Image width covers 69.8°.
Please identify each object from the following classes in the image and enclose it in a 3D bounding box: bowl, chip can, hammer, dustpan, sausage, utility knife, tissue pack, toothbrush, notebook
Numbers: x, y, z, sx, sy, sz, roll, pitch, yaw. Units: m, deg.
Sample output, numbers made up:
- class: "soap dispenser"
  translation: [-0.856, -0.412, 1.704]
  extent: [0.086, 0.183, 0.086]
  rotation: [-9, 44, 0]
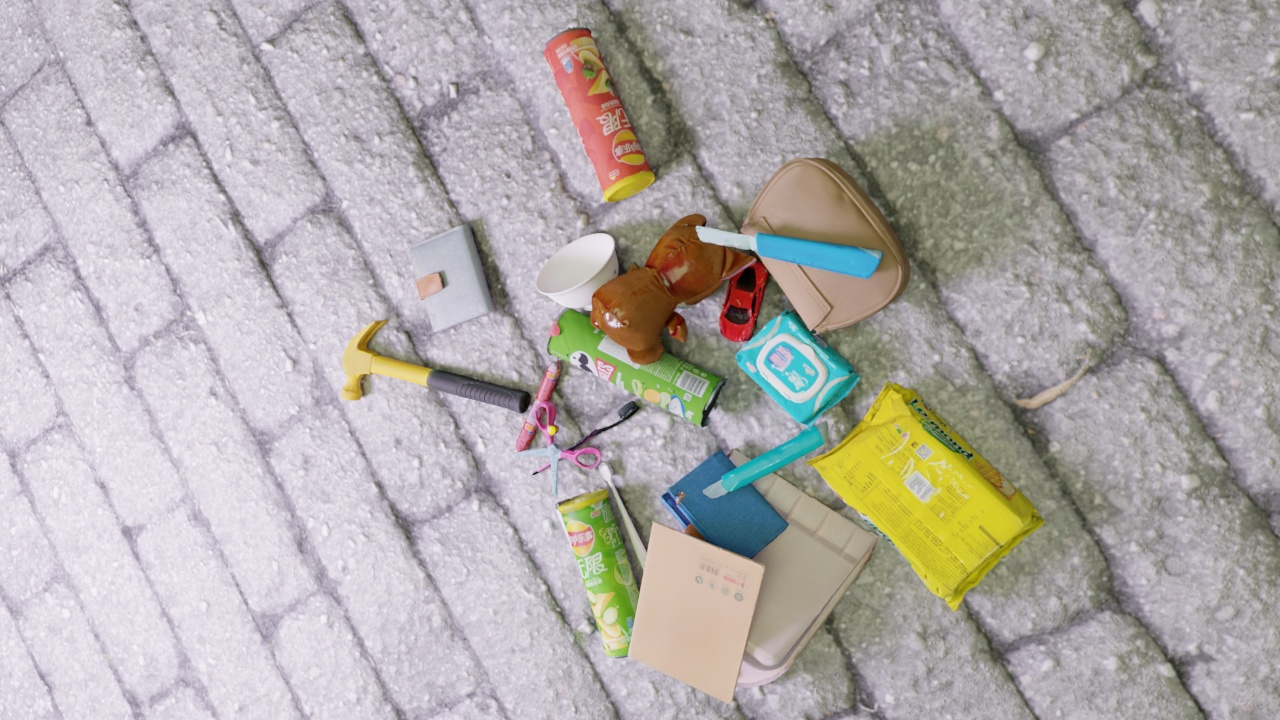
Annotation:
- class: "bowl"
  translation: [-0.071, -0.105, 1.204]
  extent: [0.118, 0.118, 0.065]
  rotation: [-22, 125, 19]
- class: "chip can"
  translation: [-0.053, -0.317, 1.185]
  extent: [0.073, 0.073, 0.216]
  rotation: [-24, 86, 19]
- class: "hammer"
  translation: [-0.298, 0.025, 1.319]
  extent: [0.301, 0.032, 0.129]
  rotation: [14, 100, 17]
- class: "dustpan"
  translation: [0.140, 0.287, 1.204]
  extent: [0.222, 0.139, 0.273]
  rotation: [34, 76, 15]
- class: "sausage"
  translation: [-0.141, 0.065, 1.275]
  extent: [0.020, 0.020, 0.156]
  rotation: [28, 103, 15]
- class: "chip can"
  translation: [-0.045, 0.287, 1.234]
  extent: [0.073, 0.072, 0.221]
  rotation: [-19, 88, 19]
- class: "utility knife"
  translation: [0.166, -0.129, 1.053]
  extent: [0.219, 0.018, 0.034]
  rotation: [13, 111, 18]
- class: "utility knife"
  translation: [0.156, 0.125, 1.130]
  extent: [0.176, 0.013, 0.029]
  rotation: [-28, 79, 5]
- class: "tissue pack"
  translation: [0.195, 0.010, 1.138]
  extent: [0.133, 0.050, 0.093]
  rotation: [43, 105, 10]
- class: "chip can"
  translation: [-0.007, 0.007, 1.196]
  extent: [0.236, 0.072, 0.072]
  rotation: [25, 102, 15]
- class: "toothbrush"
  translation: [-0.079, 0.108, 1.261]
  extent: [0.189, 0.014, 0.017]
  rotation: [-34, 74, 19]
- class: "notebook"
  translation: [0.064, 0.311, 1.128]
  extent: [0.148, 0.008, 0.208]
  rotation: [18, 114, 21]
- class: "toothbrush"
  translation: [-0.015, 0.220, 1.249]
  extent: [0.016, 0.016, 0.180]
  rotation: [-24, 89, 21]

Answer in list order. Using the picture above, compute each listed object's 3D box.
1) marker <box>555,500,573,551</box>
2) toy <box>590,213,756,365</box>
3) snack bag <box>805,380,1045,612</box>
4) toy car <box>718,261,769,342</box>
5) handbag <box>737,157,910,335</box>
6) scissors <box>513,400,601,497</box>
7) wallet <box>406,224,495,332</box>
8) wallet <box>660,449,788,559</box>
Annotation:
- class: "marker"
  translation: [-0.087, 0.256, 1.275]
  extent: [0.022, 0.018, 0.130]
  rotation: [-21, 88, -6]
- class: "toy"
  translation: [0.036, -0.090, 1.140]
  extent: [0.199, 0.130, 0.140]
  rotation: [-46, 64, -1]
- class: "snack bag"
  translation: [0.338, 0.158, 1.094]
  extent: [0.246, 0.068, 0.158]
  rotation: [45, 106, 11]
- class: "toy car"
  translation: [0.130, -0.075, 1.164]
  extent: [0.049, 0.031, 0.106]
  rotation: [18, 102, 18]
- class: "handbag"
  translation: [0.221, -0.138, 1.095]
  extent: [0.148, 0.099, 0.204]
  rotation: [-38, 82, 26]
- class: "scissors"
  translation: [-0.114, 0.122, 1.258]
  extent: [0.134, 0.017, 0.133]
  rotation: [-1, 94, 18]
- class: "wallet"
  translation: [-0.271, -0.115, 1.295]
  extent: [0.107, 0.037, 0.129]
  rotation: [-18, 89, 19]
- class: "wallet"
  translation: [0.104, 0.191, 1.148]
  extent: [0.106, 0.040, 0.133]
  rotation: [-36, 69, -17]
